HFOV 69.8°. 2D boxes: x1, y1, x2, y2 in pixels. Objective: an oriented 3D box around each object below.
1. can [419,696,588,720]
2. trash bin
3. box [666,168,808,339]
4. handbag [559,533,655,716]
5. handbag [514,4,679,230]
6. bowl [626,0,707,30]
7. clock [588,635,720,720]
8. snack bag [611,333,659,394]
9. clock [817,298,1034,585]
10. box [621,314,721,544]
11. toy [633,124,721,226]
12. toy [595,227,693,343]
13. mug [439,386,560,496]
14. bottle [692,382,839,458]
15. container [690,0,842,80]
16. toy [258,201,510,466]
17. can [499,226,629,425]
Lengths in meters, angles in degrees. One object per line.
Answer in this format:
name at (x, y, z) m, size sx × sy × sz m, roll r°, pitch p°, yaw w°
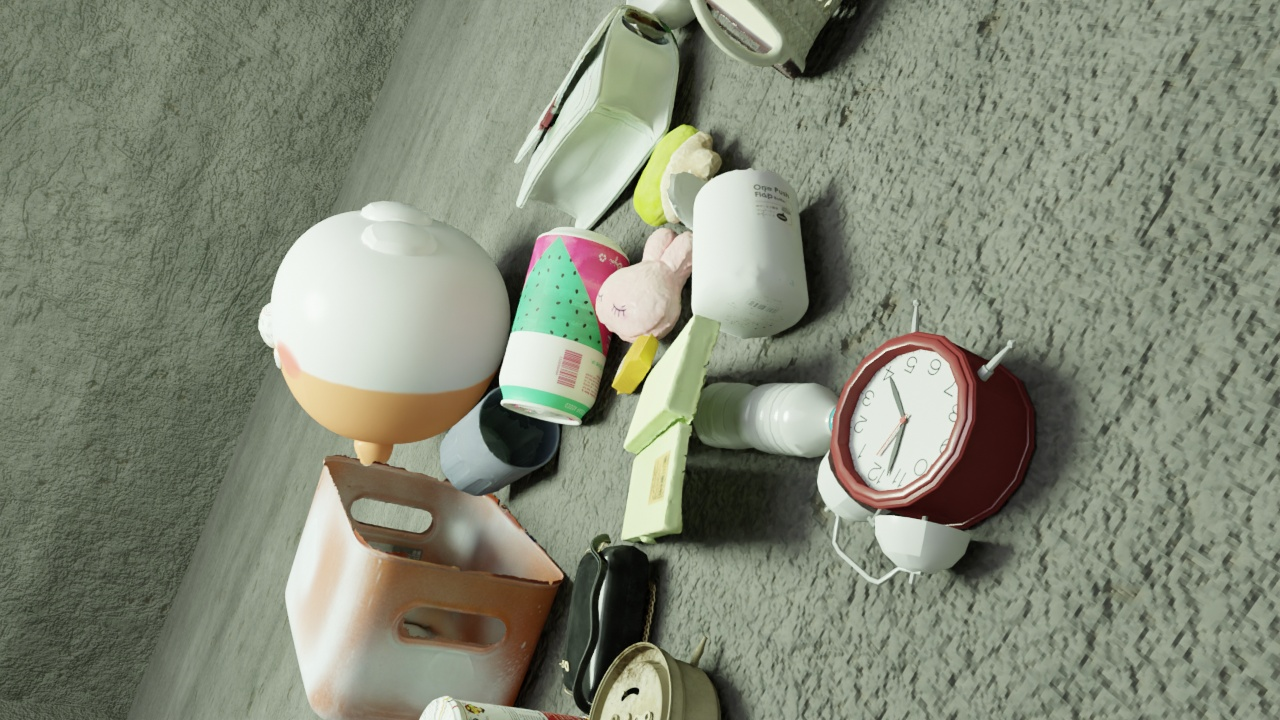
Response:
can at (-0.095, 0.288, 0.643) m, size 0.087 × 0.116 × 0.086 m, roll -38°, pitch 41°, yaw 44°
trash bin at (-0.206, 0.207, 0.825) m, size 0.260 × 0.181 × 0.157 m, roll 23°, pitch 94°, yaw 61°
box at (0.067, -0.093, 0.643) m, size 0.095 × 0.084 × 0.165 m, roll -45°, pitch 35°, yaw 51°
handbag at (-0.031, 0.189, 0.664) m, size 0.079 × 0.054 × 0.128 m, roll -23°, pitch 55°, yaw 58°
handbag at (-0.048, -0.236, 0.904) m, size 0.199 × 0.096 × 0.141 m, roll -41°, pitch 37°, yaw 54°
bowl at (0.038, -0.371, 0.897) m, size 0.115 × 0.050 × 0.114 m, roll -38°, pitch 42°, yaw 44°
clock at (0.009, 0.243, 0.558) m, size 0.093 × 0.054 × 0.140 m, roll -40°, pitch 33°, yaw 43°
snack bag at (-0.004, 0.004, 0.740) m, size 0.099 × 0.020 × 0.026 m, roll 124°, pitch 168°, yaw -67°
clock at (0.139, 0.046, 0.463) m, size 0.138 × 0.048 × 0.096 m, roll -64°, pitch 29°, yaw 9°
box at (0.013, 0.056, 0.628) m, size 0.187 × 0.030 × 0.138 m, roll 126°, pitch 158°, yaw -76°
toy at (0.034, -0.155, 0.772) m, size 0.092 × 0.043 × 0.118 m, roll -64°, pitch 24°, yaw -1°
toy at (0.009, -0.063, 0.760) m, size 0.105 × 0.053 × 0.108 m, roll -56°, pitch 27°, yaw -6°
mug at (-0.130, 0.066, 0.899) m, size 0.104 × 0.084 × 0.123 m, roll -36°, pitch 20°, yaw 49°
bottle at (0.083, 0.036, 0.569) m, size 0.136 × 0.044 × 0.044 m, roll -2°, pitch 71°, yaw 60°
container at (0.066, -0.331, 0.704) m, size 0.143 × 0.184 × 0.251 m, roll -47°, pitch 36°, yaw 15°
toy at (-0.285, -0.031, 1.029) m, size 0.262 × 0.265 × 0.281 m, roll -118°, pitch 39°, yaw -57°
can at (-0.069, -0.031, 0.829) m, size 0.088 × 0.088 × 0.165 m, roll -6°, pitch 67°, yaw 59°
